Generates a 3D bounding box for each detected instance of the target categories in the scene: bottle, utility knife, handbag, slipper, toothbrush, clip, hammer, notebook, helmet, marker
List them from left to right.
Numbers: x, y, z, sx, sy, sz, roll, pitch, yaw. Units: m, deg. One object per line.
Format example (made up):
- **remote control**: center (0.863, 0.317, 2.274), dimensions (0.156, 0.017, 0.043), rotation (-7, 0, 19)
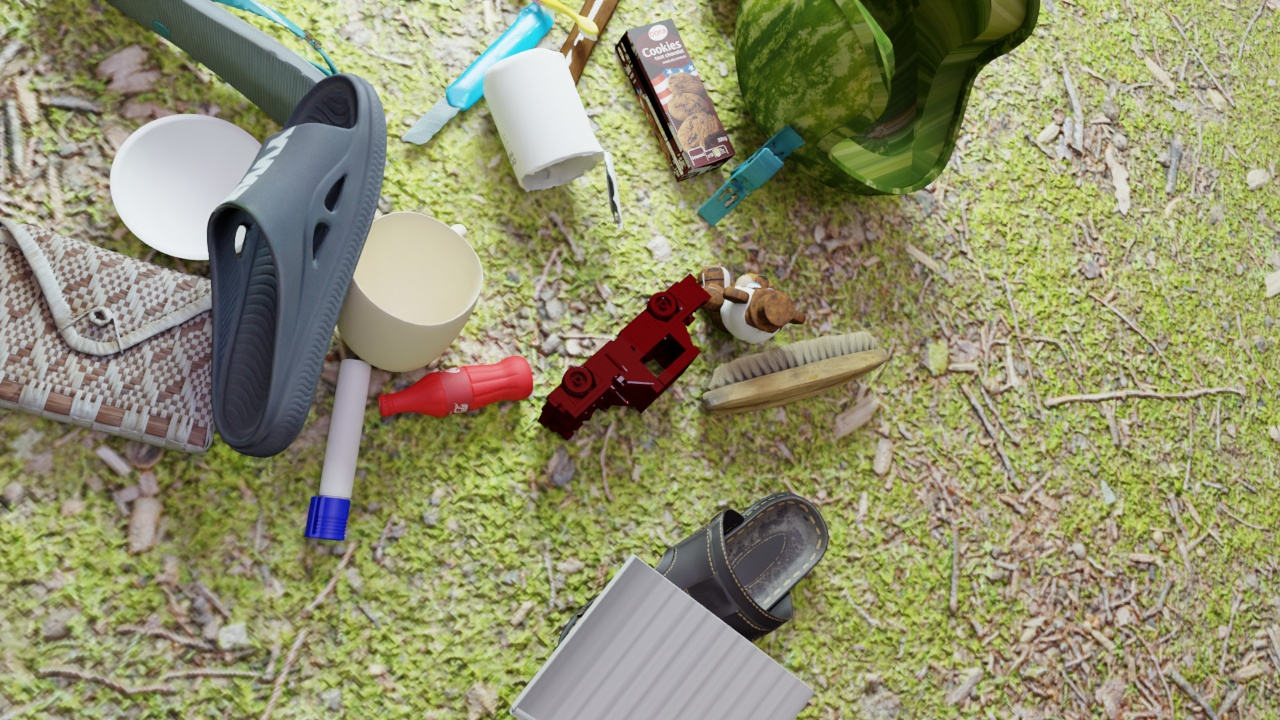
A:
- **handbag**: center (-0.373, -0.016, 0.630), dimensions (0.185, 0.047, 0.124), rotation (17, 73, -18)
- **slipper**: center (-0.299, -0.244, 0.683), dimensions (0.268, 0.098, 0.054), rotation (34, 69, -11)
- **slipper**: center (-0.251, -0.071, 0.611), dimensions (0.083, 0.111, 0.268), rotation (18, 84, -52)
- **marker**: center (-0.224, 0.066, 0.684), dimensions (0.027, 0.023, 0.133), rotation (14, 73, -33)
- **bottle**: center (-0.145, 0.024, 0.720), dimensions (0.118, 0.036, 0.036), rotation (-12, 83, -24)
- **utility knife**: center (-0.136, -0.252, 0.797), dimensions (0.031, 0.015, 0.204), rotation (41, 63, -8)
- **toothbrush**: center (-0.089, -0.327, 0.819), dimensions (0.135, 0.016, 0.021), rotation (39, 78, 11)
- **hammer**: center (-0.011, -0.385, 0.871), dimensions (0.115, 0.033, 0.322), rotation (28, 70, -13)
- **notebook**: center (0.023, 0.260, 0.702), dimensions (0.209, 0.009, 0.142), rotation (41, 85, -23)
- **slipper**: center (0.056, 0.190, 0.743), dimensions (0.267, 0.076, 0.113), rotation (-27, 89, -25)
- **clip**: center (0.090, -0.156, 0.811), dimensions (0.028, 0.127, 0.113), rotation (41, 57, -9)
- **helmet**: center (0.194, -0.278, 0.817), dimensions (0.213, 0.247, 0.243), rotation (-31, 70, -15)

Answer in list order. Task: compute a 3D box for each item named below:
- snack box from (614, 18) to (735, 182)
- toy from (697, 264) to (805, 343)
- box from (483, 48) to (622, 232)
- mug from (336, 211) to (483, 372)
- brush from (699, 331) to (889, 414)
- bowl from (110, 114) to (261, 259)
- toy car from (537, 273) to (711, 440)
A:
- **snack box**: center (0.032, -0.242, 0.855), dimensions (0.050, 0.032, 0.141), rotation (-24, 88, -25)
- **toy**: center (0.096, -0.048, 0.798), dimensions (0.087, 0.113, 0.067), rotation (18, 83, -19)
- **box**: center (-0.066, -0.177, 0.770), dimensions (0.092, 0.083, 0.166), rotation (-19, 87, -7)
- **mug**: center (-0.172, -0.051, 0.692), dimensions (0.096, 0.100, 0.119), rotation (37, 52, -5)
- **brush**: center (0.139, 0.010, 0.828), dimensions (0.195, 0.059, 0.043), rotation (-13, 72, -22)
- **bowl**: center (-0.325, -0.121, 0.675), dimensions (0.109, 0.041, 0.109), rotation (5, 77, -22)
- **toy car**: center (-0.005, 0.005, 0.763), dimensions (0.062, 0.070, 0.169), rotation (45, 65, 6)
